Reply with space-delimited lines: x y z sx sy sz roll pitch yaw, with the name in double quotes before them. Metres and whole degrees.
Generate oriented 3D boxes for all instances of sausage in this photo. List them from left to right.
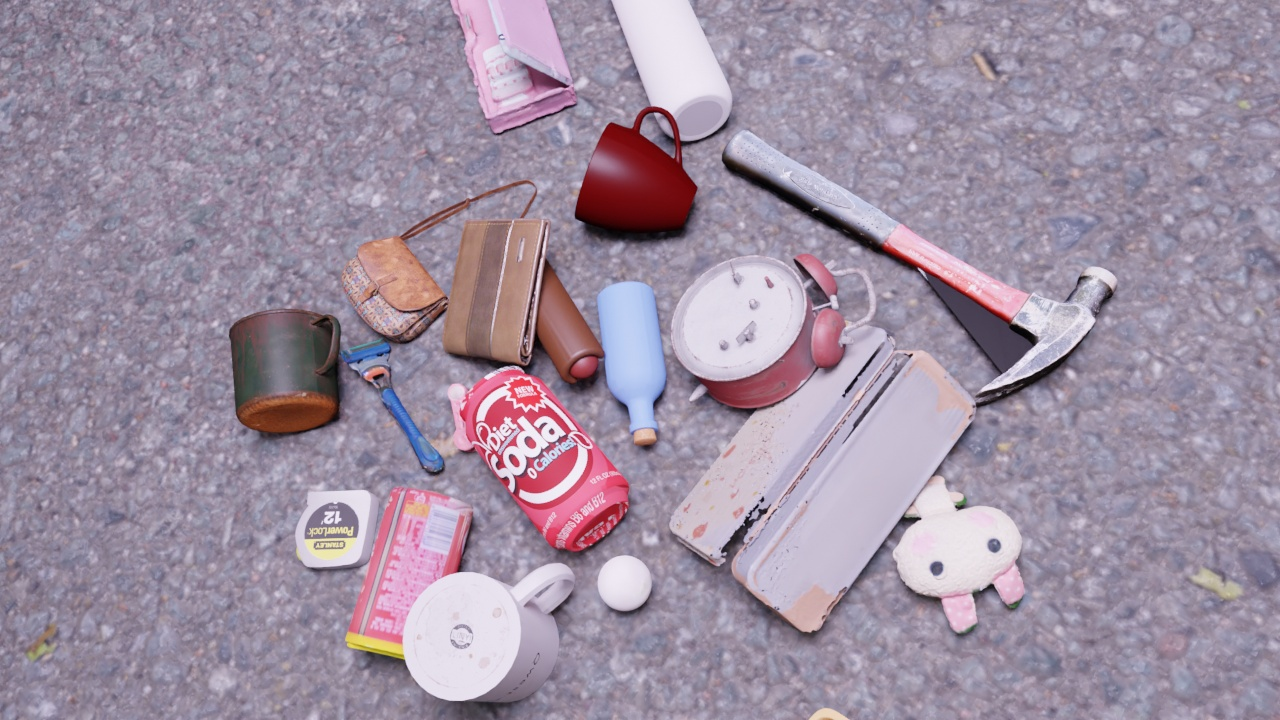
"sausage" -0.076 -0.043 0.765 0.040 0.040 0.155 -32 56 -2

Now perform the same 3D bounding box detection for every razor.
"razor" -0.207 0.041 0.780 0.043 0.018 0.141 -20 63 -36

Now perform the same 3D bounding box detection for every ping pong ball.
"ping pong ball" -0.012 0.165 0.681 0.040 0.040 0.040 -4 69 10

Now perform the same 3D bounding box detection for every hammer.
"hammer" 0.197 -0.092 0.741 0.326 0.036 0.140 36 79 22

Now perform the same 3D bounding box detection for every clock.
"clock" 0.098 -0.031 0.699 0.157 0.062 0.109 -18 54 20

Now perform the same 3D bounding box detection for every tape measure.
"tape measure" -0.250 0.138 0.753 0.064 0.017 0.065 -3 69 10

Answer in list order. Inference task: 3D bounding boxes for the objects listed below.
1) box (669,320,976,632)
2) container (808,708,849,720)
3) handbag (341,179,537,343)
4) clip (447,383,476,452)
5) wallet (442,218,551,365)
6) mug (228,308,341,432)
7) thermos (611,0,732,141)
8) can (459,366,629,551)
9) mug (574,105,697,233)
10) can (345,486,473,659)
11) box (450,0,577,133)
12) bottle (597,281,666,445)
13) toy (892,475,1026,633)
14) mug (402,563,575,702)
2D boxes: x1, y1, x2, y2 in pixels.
"box" 0.134 0.080 0.686 0.115 0.096 0.217 41 81 -9
"container" 0.104 0.306 0.523 0.129 0.167 0.183 19 72 51
"handbag" -0.172 -0.102 0.819 0.195 0.043 0.093 -38 69 -8
"clip" -0.146 0.048 0.767 0.023 0.044 0.060 -15 95 9
"wallet" -0.120 -0.060 0.764 0.099 0.026 0.121 7 85 41
"mug" -0.288 0.006 0.769 0.111 0.084 0.081 -25 66 27
"thermos" 0.032 -0.313 0.842 0.101 0.069 0.229 -17 66 -4
"can" -0.075 0.075 0.709 0.074 0.074 0.142 -40 67 -5
"mug" 0.006 -0.157 0.777 0.088 0.087 0.114 21 93 0
"can" -0.174 0.162 0.701 0.067 0.067 0.124 8 71 14
"box" -0.138 -0.346 0.866 0.099 0.107 0.232 -19 67 5
"bottle" -0.004 0.004 0.737 0.048 0.048 0.131 -11 68 7
"toy" 0.222 0.131 0.645 0.087 0.050 0.112 -20 71 3
"mug" -0.097 0.189 0.659 0.119 0.096 0.083 -39 67 -5
